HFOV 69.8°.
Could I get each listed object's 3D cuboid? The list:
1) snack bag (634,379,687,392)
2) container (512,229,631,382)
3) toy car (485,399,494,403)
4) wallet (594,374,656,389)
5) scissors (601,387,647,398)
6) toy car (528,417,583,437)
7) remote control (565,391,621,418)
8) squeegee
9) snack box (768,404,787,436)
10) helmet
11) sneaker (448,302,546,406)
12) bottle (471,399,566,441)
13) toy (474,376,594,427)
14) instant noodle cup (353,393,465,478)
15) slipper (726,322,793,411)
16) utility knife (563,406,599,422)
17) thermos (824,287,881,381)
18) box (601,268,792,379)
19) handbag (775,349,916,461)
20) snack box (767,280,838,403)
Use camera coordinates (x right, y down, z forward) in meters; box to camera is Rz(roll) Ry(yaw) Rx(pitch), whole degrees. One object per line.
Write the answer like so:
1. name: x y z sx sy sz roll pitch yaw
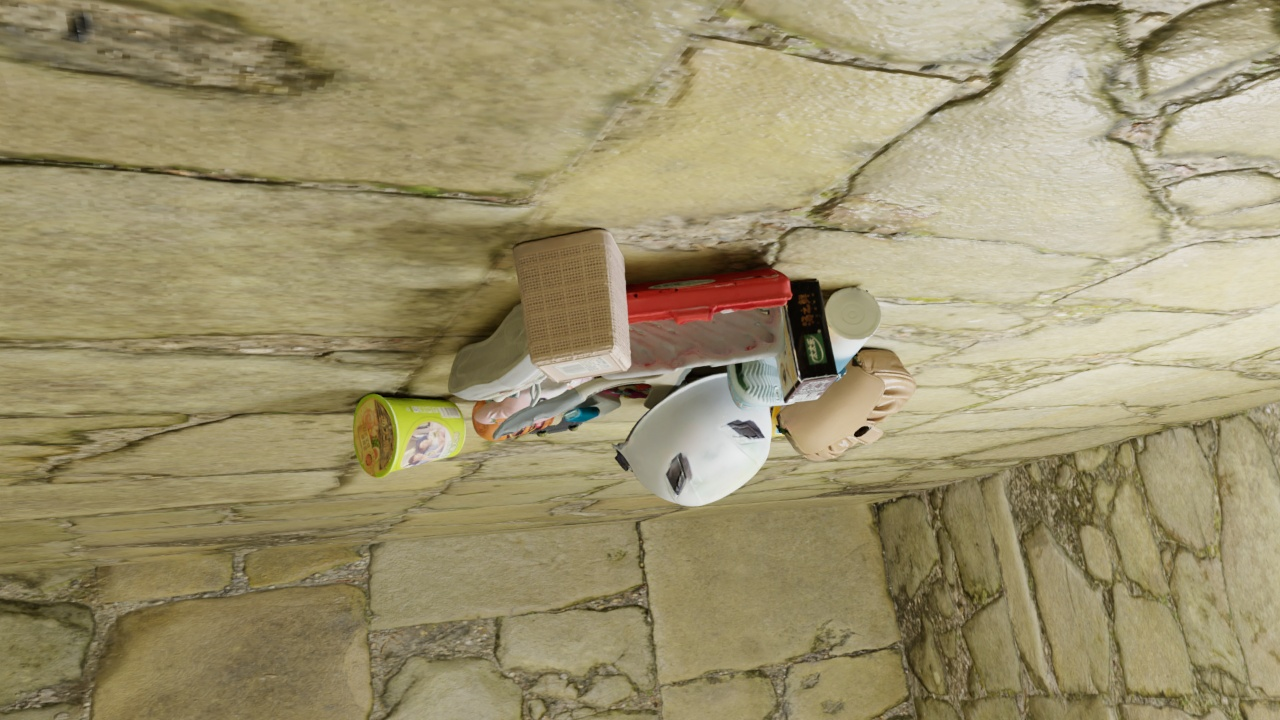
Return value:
1. snack bag: 0.030 0.034 1.307 0.104 0.026 0.048 5 -177 -40
2. container: -0.057 -0.045 0.827 0.090 0.110 0.090 -10 165 8
3. toy car: -0.167 0.052 1.258 0.090 0.043 0.034 5 127 -23
4. wallet: -0.007 0.007 1.194 0.101 0.032 0.125 -7 165 -11
5. scissors: -0.034 0.044 1.290 0.084 0.017 0.137 8 179 14
6. toy car: -0.129 0.087 1.400 0.090 0.035 0.042 -7 127 -17
7. remote control: -0.080 0.060 1.352 0.056 0.020 0.136 -28 158 19
8. squeegee: -0.068 0.046 1.135 0.246 0.039 0.247 -16 166 -16
9. snack box: 0.263 0.074 1.456 0.140 0.087 0.033 0 -157 -21
10. helmet: 0.089 0.119 1.275 0.229 0.146 0.259 -33 168 -2
11. sneaker: -0.125 0.004 1.001 0.090 0.089 0.243 19 157 -27
12. bottle: -0.166 0.077 1.321 0.149 0.066 0.067 -4 166 -40
13. toy: -0.136 0.048 1.190 0.160 0.054 0.121 -32 153 24
14. instant noodle cup: -0.310 0.098 1.251 0.112 0.111 0.123 -21 167 41
15. slipper: 0.149 0.015 1.171 0.074 0.104 0.245 -12 170 20
16. utility knife: -0.084 0.074 1.272 0.034 0.018 0.159 -22 175 5
17. thermos: 0.239 -0.024 1.132 0.070 0.070 0.221 -7 164 -2
18. box: 0.051 -0.032 0.930 0.201 0.102 0.095 -7 -166 -3
19. handbag: 0.304 0.071 1.359 0.147 0.099 0.205 17 127 -42
20. snack box: 0.176 -0.021 1.018 0.053 0.113 0.126 -7 165 -5
